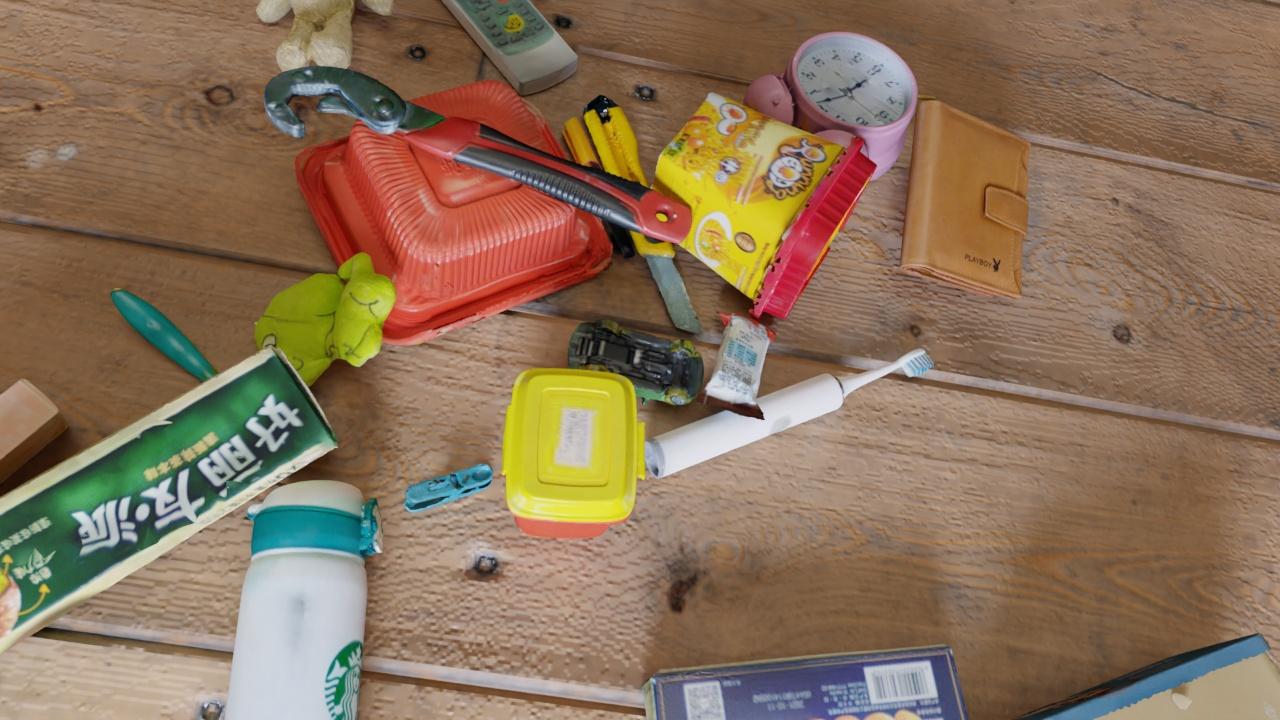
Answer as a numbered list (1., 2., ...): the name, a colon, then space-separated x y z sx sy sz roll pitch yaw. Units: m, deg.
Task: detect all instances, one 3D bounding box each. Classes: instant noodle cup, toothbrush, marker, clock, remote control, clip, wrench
1. instant noodle cup: -0.119 -0.113 0.619 0.188 0.079 0.164 -24 75 -25
2. toothbrush: 0.105 0.030 0.618 0.220 0.027 0.026 -19 62 -19
3. marker: -0.031 -0.127 0.676 0.015 0.018 0.123 -31 69 19
4. clock: 0.146 -0.191 0.714 0.117 0.060 0.158 44 66 13
5. remote control: -0.108 -0.269 0.730 0.056 0.019 0.135 -31 73 -22
6. clip: -0.116 0.078 0.559 0.056 0.041 0.014 -14 68 -23
7. instant noodle cup: 0.077 -0.110 0.632 0.123 0.116 0.116 32 63 8
8. wrench: -0.096 -0.129 0.578 0.273 0.016 0.056 17 62 -9

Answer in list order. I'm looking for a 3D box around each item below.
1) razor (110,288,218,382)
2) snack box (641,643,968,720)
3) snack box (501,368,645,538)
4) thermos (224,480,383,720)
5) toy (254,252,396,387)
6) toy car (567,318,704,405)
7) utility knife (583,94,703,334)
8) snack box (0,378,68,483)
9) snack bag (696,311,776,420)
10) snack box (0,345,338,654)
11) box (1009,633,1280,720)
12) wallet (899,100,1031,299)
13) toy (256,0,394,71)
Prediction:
1. razor: -0.273 0.002 0.562 0.132 0.028 0.043 40 77 4
2. snack box: 0.100 0.256 0.495 0.178 0.046 0.182 -1 64 -11
3. snack box: -0.041 0.060 0.546 0.082 0.080 0.091 4 63 -7
4. thermos: -0.176 0.174 0.474 0.073 0.073 0.223 2 64 -9
5. toy: -0.197 -0.023 0.569 0.100 0.031 0.096 9 78 26
6. toy car: -0.004 0.004 0.605 0.091 0.036 0.043 14 61 -3
7. utility knife: 0.002 -0.112 0.675 0.033 0.015 0.216 -16 68 -14
8. snack box: -0.374 0.076 0.475 0.026 0.085 0.157 48 63 -13
9. snack bag: 0.066 0.001 0.610 0.048 0.026 0.104 18 43 -3
10. snack box: -0.273 0.082 0.461 0.239 0.115 0.063 -34 96 -20
11. box: 0.289 0.212 0.527 0.184 0.090 0.060 -14 66 -19
12. wallet: 0.246 -0.118 0.689 0.107 0.031 0.131 14 78 -22
13. toy: -0.239 -0.268 0.680 0.105 0.066 0.157 -10 57 4
